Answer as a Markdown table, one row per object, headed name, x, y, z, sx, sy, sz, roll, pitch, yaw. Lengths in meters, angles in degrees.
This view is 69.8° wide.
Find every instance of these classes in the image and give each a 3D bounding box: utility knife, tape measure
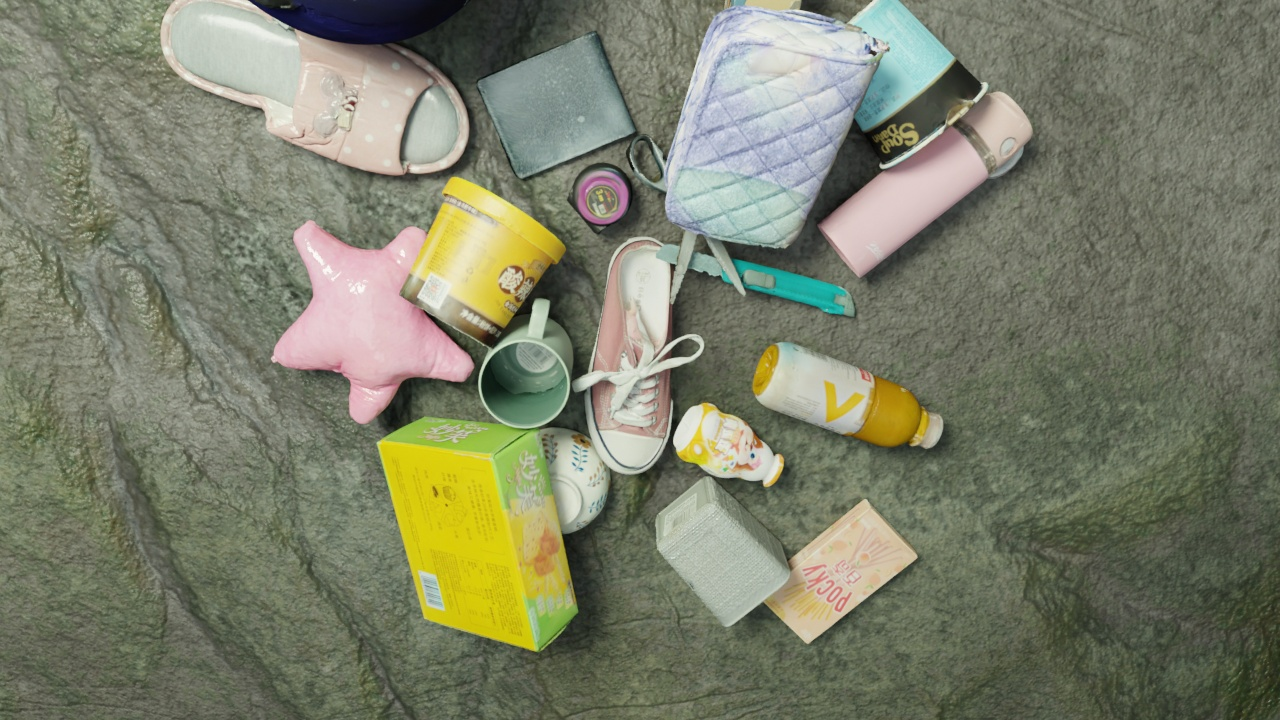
| name | x | y | z | sx | sy | sz | roll | pitch | yaw |
| --- | --- | --- | --- | --- | --- | --- | --- | --- | --- |
| utility knife | 0.114 | -0.077 | 0.873 | 0.216 | 0.013 | 0.029 | 12 | 86 | -18 |
| tape measure | -0.035 | -0.154 | 0.850 | 0.058 | 0.039 | 0.057 | -40 | 106 | 15 |

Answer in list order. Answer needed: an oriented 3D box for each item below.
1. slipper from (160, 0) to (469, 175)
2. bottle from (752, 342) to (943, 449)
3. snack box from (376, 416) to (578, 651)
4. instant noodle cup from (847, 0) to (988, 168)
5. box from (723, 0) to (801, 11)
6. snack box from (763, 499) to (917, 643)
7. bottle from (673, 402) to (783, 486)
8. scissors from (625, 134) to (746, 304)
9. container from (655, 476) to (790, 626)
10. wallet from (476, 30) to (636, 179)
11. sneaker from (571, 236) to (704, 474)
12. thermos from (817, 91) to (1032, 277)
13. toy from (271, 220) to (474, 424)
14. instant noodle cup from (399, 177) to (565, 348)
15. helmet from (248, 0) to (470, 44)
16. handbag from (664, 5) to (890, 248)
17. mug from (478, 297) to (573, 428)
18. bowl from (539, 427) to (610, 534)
| name | x | y | z | sx | sy | sz | roll | pitch | yaw |
| --- | --- | --- | --- | --- | --- | --- | --- | --- | --- |
| slipper | -0.283 | -0.242 | 0.802 | 0.274 | 0.054 | 0.114 | 21 | 106 | -8 |
| bottle | 0.207 | 0.040 | 0.907 | 0.189 | 0.068 | 0.068 | 20 | 106 | -9 |
| snack box | -0.157 | 0.165 | 0.896 | 0.158 | 0.069 | 0.210 | 3 | 112 | 34 |
| instant noodle cup | 0.220 | -0.249 | 0.797 | 0.111 | 0.111 | 0.120 | -39 | 98 | 10 |
| box | 0.105 | -0.318 | 0.775 | 0.060 | 0.089 | 0.184 | 5 | 106 | -3 |
| snack box | 0.211 | 0.229 | 0.992 | 0.157 | 0.026 | 0.084 | -42 | 105 | 11 |
| bottle | 0.090 | 0.088 | 0.922 | 0.108 | 0.063 | 0.063 | 27 | 105 | -11 |
| scissors | 0.054 | -0.140 | 0.842 | 0.159 | 0.014 | 0.181 | -43 | 94 | -6 |
| container | 0.080 | 0.191 | 0.944 | 0.090 | 0.090 | 0.114 | -41 | 102 | 10 |
| wallet | -0.077 | -0.230 | 0.834 | 0.121 | 0.019 | 0.097 | -21 | 109 | 6 |
| sneaker | -0.005 | 0.005 | 0.877 | 0.118 | 0.087 | 0.241 | 5 | 107 | -4 |
| thermos | 0.266 | -0.158 | 0.850 | 0.199 | 0.067 | 0.087 | -39 | 137 | 8 |
| toy | -0.265 | -0.040 | 0.859 | 0.178 | 0.074 | 0.195 | -20 | 105 | -4 |
| instant noodle cup | -0.145 | -0.083 | 0.812 | 0.118 | 0.118 | 0.114 | 32 | 86 | -12 |
| helmet | -0.239 | -0.382 | 0.658 | 0.315 | 0.241 | 0.246 | 49 | 55 | -20 |
| handbag | 0.100 | -0.188 | 0.750 | 0.134 | 0.075 | 0.194 | 10 | 138 | -10 |
| mug | -0.102 | -0.007 | 0.859 | 0.082 | 0.106 | 0.112 | 12 | 108 | -5 |
| bowl | -0.086 | 0.130 | 0.930 | 0.113 | 0.062 | 0.113 | -1 | 107 | -3 |
